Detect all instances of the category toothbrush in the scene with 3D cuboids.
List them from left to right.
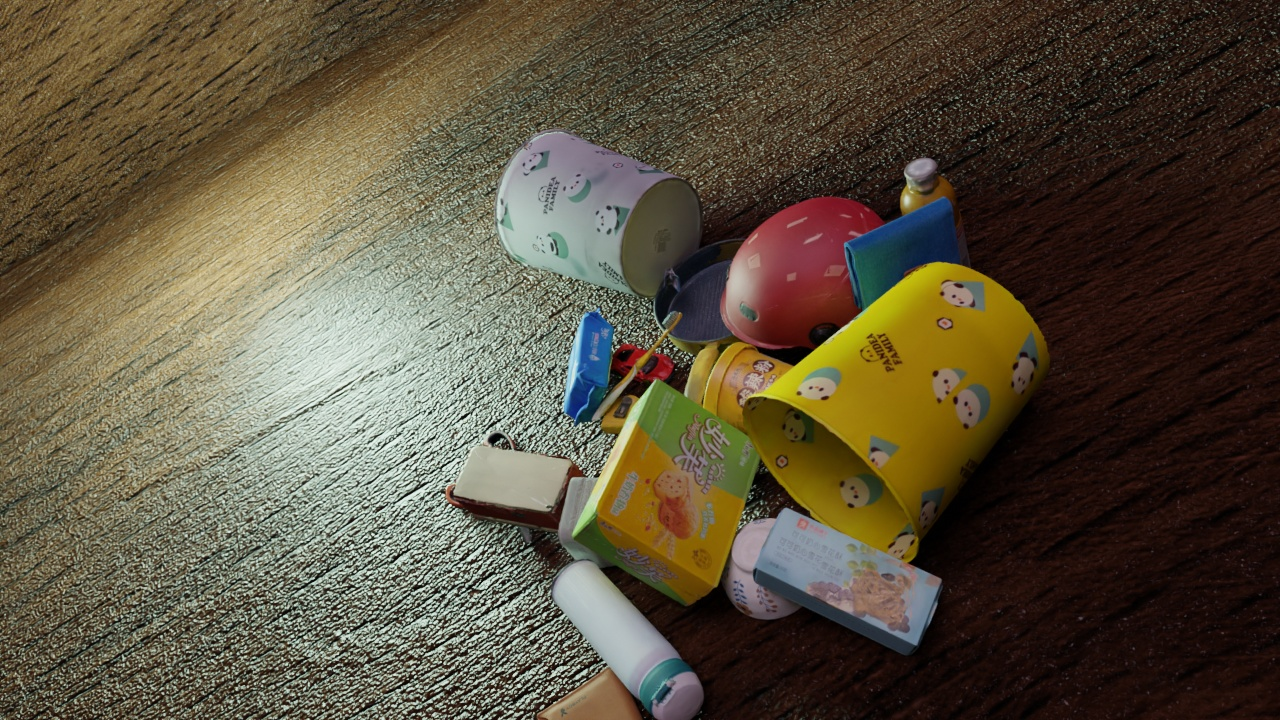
[{"bbox_3d":[-0.007,0.007,1.255,0.191,0.018,0.016,-51,22,4],"label":"toothbrush"}]

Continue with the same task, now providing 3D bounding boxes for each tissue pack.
[{"bbox_3d":[-0.071,0.008,1.302,0.052,0.095,0.156,12,49,-10],"label":"tissue pack"}]

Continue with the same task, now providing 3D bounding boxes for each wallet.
[{"bbox_3d":[-0.044,0.405,0.974,0.108,0.031,0.131,-33,41,-1],"label":"wallet"},{"bbox_3d":[0.307,-0.117,1.066,0.133,0.106,0.040,-25,34,-5],"label":"wallet"}]

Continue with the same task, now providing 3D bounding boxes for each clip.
[{"bbox_3d":[0.043,-0.118,1.326,0.045,0.027,0.058,-7,25,-3],"label":"clip"}]

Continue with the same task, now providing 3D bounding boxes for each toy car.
[{"bbox_3d":[0.003,0.006,1.304,0.106,0.031,0.049,19,65,39],"label":"toy car"}]

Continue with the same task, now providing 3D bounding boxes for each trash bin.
[{"bbox_3d":[-0.057,-0.219,1.411,0.252,0.230,0.229,24,67,37],"label":"trash bin"},{"bbox_3d":[0.278,0.045,0.975,0.254,0.230,0.230,-41,43,-17],"label":"trash bin"}]

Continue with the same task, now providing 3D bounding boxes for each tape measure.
[{"bbox_3d":[-0.022,0.073,1.258,0.060,0.029,0.057,-2,51,29],"label":"tape measure"}]

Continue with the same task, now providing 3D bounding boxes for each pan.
[{"bbox_3d":[0.098,-0.041,1.252,0.198,0.078,0.356,-10,48,24],"label":"pan"}]

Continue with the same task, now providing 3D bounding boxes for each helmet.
[{"bbox_3d":[0.219,-0.122,1.168,0.240,0.144,0.206,-13,48,-4],"label":"helmet"}]

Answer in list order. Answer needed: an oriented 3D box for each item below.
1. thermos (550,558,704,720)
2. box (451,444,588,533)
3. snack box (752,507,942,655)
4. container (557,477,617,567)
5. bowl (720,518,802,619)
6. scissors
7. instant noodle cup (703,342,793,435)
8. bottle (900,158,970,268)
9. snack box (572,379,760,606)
[{"bbox_3d":[-0.015,0.309,1.012,0.073,0.073,0.224,-43,42,-11],"label":"thermos"},{"bbox_3d":[-0.159,0.162,1.205,0.169,0.080,0.091,4,58,28],"label":"box"},{"bbox_3d":[0.207,0.222,0.927,0.175,0.052,0.074,23,65,16],"label":"snack box"},{"bbox_3d":[-0.024,0.195,1.109,0.114,0.090,0.090,-6,50,22],"label":"container"},{"bbox_3d":[0.136,0.219,1.009,0.114,0.062,0.113,-16,45,16],"label":"bowl"},{"bbox_3d":[-0.193,0.175,1.281,0.227,0.015,0.188,-8,49,24],"label":"scissors"},{"bbox_3d":[0.154,0.049,1.117,0.114,0.118,0.118,19,63,32],"label":"instant noodle cup"},{"bbox_3d":[0.358,-0.163,1.123,0.068,0.189,0.067,-16,44,16],"label":"bottle"},{"bbox_3d":[0.036,0.146,1.040,0.070,0.157,0.209,-50,10,49],"label":"snack box"}]
